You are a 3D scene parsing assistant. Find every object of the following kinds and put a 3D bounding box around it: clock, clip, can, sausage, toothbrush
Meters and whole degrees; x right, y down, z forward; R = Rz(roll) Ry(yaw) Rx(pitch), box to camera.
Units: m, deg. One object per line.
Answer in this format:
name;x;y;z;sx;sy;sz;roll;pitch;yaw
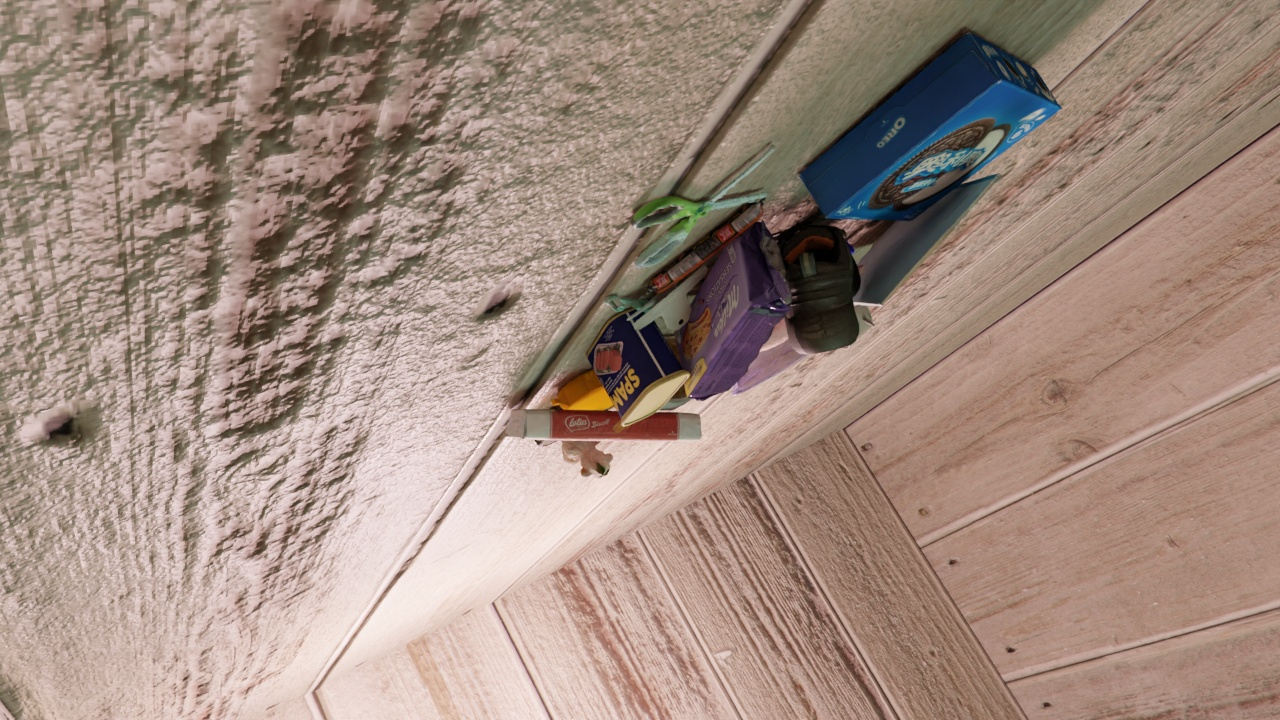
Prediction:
clock;0.284;-0.073;1.326;0.061;0.103;0.157;-36;180;-4
clock;-0.052;0.042;1.154;0.099;0.043;0.129;-36;158;22
clip;0.027;-0.062;0.966;0.101;0.045;0.056;-39;154;-11
can;-0.006;0.006;1.014;0.056;0.092;0.116;-22;164;-29
sausage;0.064;-0.110;0.907;0.156;0.020;0.020;-36;164;23
clip;0.072;-0.089;0.997;0.026;0.059;0.052;54;56;-77
toothbrush;0.005;-0.059;0.965;0.022;0.017;0.135;-51;158;24

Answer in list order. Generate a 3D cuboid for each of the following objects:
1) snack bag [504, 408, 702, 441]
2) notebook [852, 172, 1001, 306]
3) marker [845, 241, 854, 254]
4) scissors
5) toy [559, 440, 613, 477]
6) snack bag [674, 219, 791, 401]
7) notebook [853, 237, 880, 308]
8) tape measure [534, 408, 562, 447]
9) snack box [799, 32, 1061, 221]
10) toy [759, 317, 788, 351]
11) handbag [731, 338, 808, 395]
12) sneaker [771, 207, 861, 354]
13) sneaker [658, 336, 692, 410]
snack bag;-0.042;0.078;1.099;0.225;0.041;0.078;4;176;-21
notebook;0.303;-0.133;1.057;0.181;0.009;0.253;-48;-176;3
marker;0.224;-0.109;1.225;0.142;0.020;0.020;-38;164;30
scissors;0.052;-0.134;0.823;0.171;0.023;0.173;-15;155;-38
toy;-0.069;0.118;1.264;0.085;0.106;0.074;-39;145;2
snack bag;0.097;-0.044;0.954;0.058;0.096;0.206;5;147;-19
notebook;0.310;-0.133;1.158;0.208;0.008;0.142;-51;-177;-42
tape measure;-0.113;0.085;1.191;0.062;0.034;0.061;-37;167;23
snack box;0.293;-0.219;0.912;0.196;0.056;0.238;-38;163;34
toy;0.163;-0.036;1.300;0.108;0.053;0.105;-20;174;-35
handbag;0.196;-0.014;1.414;0.159;0.069;0.126;-32;180;10
sneaker;0.178;-0.116;0.993;0.101;0.143;0.237;-13;-157;15
sneaker;0.043;0.018;1.185;0.079;0.087;0.234;-37;171;31
